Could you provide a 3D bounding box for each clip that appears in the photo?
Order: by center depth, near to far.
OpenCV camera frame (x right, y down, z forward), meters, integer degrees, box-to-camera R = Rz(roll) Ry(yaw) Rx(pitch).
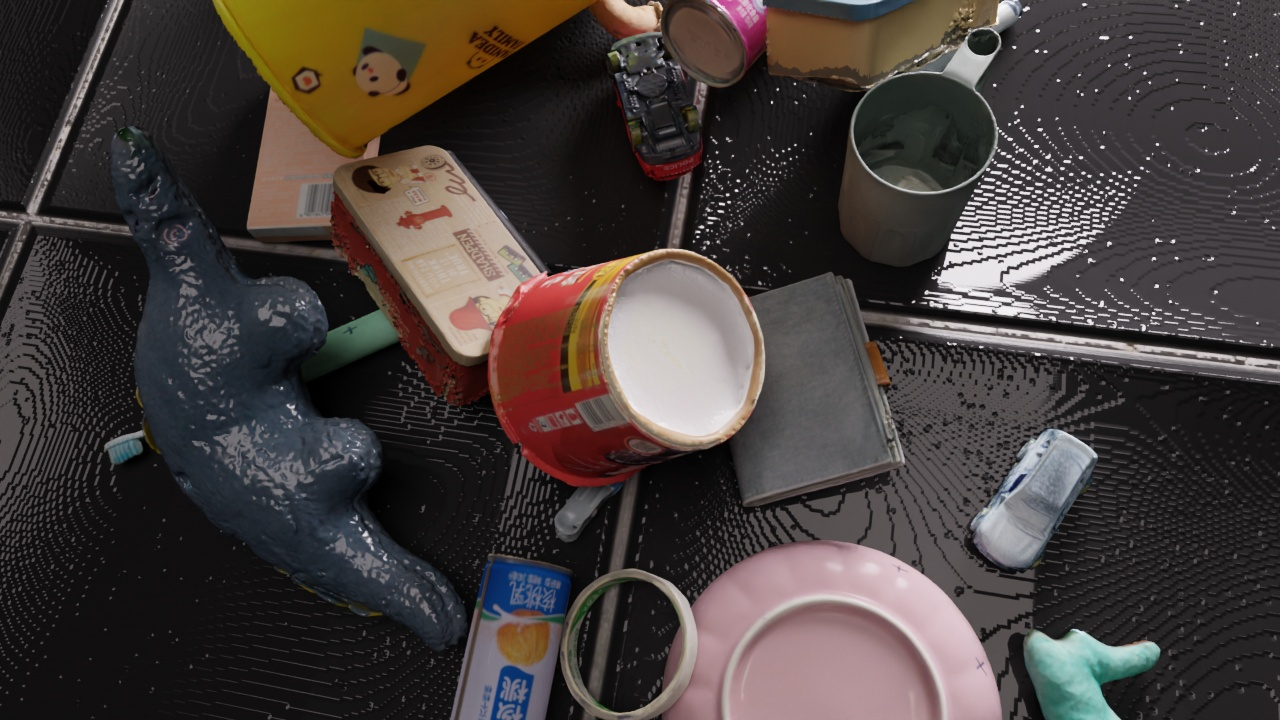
[{"bbox_3d":[-0.033,0.089,0.580,0.024,0.029,0.056,32,67,13],"label":"clip"}]

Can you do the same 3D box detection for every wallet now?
[{"bbox_3d":[0.101,0.017,0.578,0.107,0.037,0.129,-17,69,12],"label":"wallet"}]

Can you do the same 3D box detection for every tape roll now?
[{"bbox_3d":[-0.008,0.166,0.536,0.086,0.014,0.085,-12,63,25],"label":"tape roll"}]

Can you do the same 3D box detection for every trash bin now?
[{"bbox_3d":[-0.124,-0.285,0.561,0.255,0.229,0.229,-26,70,4],"label":"trash bin"}]

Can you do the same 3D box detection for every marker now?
[{"bbox_3d":[-0.106,-0.100,0.650,0.022,0.020,0.132,-30,69,-27],"label":"marker"},{"bbox_3d":[0.215,-0.219,0.652,0.130,0.022,0.018,-34,32,-4],"label":"marker"}]

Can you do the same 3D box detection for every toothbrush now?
[{"bbox_3d":[-0.261,0.016,0.626,0.224,0.026,0.027,-24,81,-2],"label":"toothbrush"}]

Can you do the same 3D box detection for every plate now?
[{"bbox_3d":[0.106,0.195,0.514,0.192,0.039,0.192,-2,71,6],"label":"plate"}]

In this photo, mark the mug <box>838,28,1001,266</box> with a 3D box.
[{"bbox_3d":[0.181,-0.132,0.583,0.084,0.103,0.123,33,77,16],"label":"mug"}]

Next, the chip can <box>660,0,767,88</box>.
[{"bbox_3d":[0.102,-0.281,0.639,0.071,0.071,0.210,33,67,16],"label":"chip can"}]

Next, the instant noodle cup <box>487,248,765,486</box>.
[{"bbox_3d":[-0.003,0.003,0.526,0.137,0.109,0.137,6,79,-32],"label":"instant noodle cup"}]

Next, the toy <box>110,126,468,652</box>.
[{"bbox_3d":[-0.234,0.033,0.560,0.138,0.091,0.356,-29,93,32],"label":"toy"}]

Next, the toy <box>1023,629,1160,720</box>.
[{"bbox_3d":[0.247,0.191,0.505,0.096,0.030,0.091,-13,72,-4],"label":"toy"}]

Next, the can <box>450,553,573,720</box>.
[{"bbox_3d":[-0.078,0.184,0.532,0.053,0.053,0.134,8,72,9],"label":"can"}]

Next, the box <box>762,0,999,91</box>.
[{"bbox_3d":[0.157,-0.228,0.597,0.090,0.060,0.183,26,45,38],"label":"box"}]

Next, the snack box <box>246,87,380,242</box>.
[{"bbox_3d":[-0.238,-0.164,0.685,0.084,0.026,0.157,-1,71,7],"label":"snack box"}]

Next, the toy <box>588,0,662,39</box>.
[{"bbox_3d":[-0.072,-0.327,0.697,0.226,0.082,0.143,27,91,12],"label":"toy"}]

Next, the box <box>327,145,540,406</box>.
[{"bbox_3d":[-0.133,-0.053,0.606,0.091,0.077,0.168,-24,66,-35],"label":"box"}]

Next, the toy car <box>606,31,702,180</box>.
[{"bbox_3d":[0.010,-0.180,0.651,0.053,0.045,0.120,-13,64,0],"label":"toy car"}]

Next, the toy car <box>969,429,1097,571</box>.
[{"bbox_3d":[0.234,0.082,0.541,0.043,0.034,0.090,37,80,13],"label":"toy car"}]
